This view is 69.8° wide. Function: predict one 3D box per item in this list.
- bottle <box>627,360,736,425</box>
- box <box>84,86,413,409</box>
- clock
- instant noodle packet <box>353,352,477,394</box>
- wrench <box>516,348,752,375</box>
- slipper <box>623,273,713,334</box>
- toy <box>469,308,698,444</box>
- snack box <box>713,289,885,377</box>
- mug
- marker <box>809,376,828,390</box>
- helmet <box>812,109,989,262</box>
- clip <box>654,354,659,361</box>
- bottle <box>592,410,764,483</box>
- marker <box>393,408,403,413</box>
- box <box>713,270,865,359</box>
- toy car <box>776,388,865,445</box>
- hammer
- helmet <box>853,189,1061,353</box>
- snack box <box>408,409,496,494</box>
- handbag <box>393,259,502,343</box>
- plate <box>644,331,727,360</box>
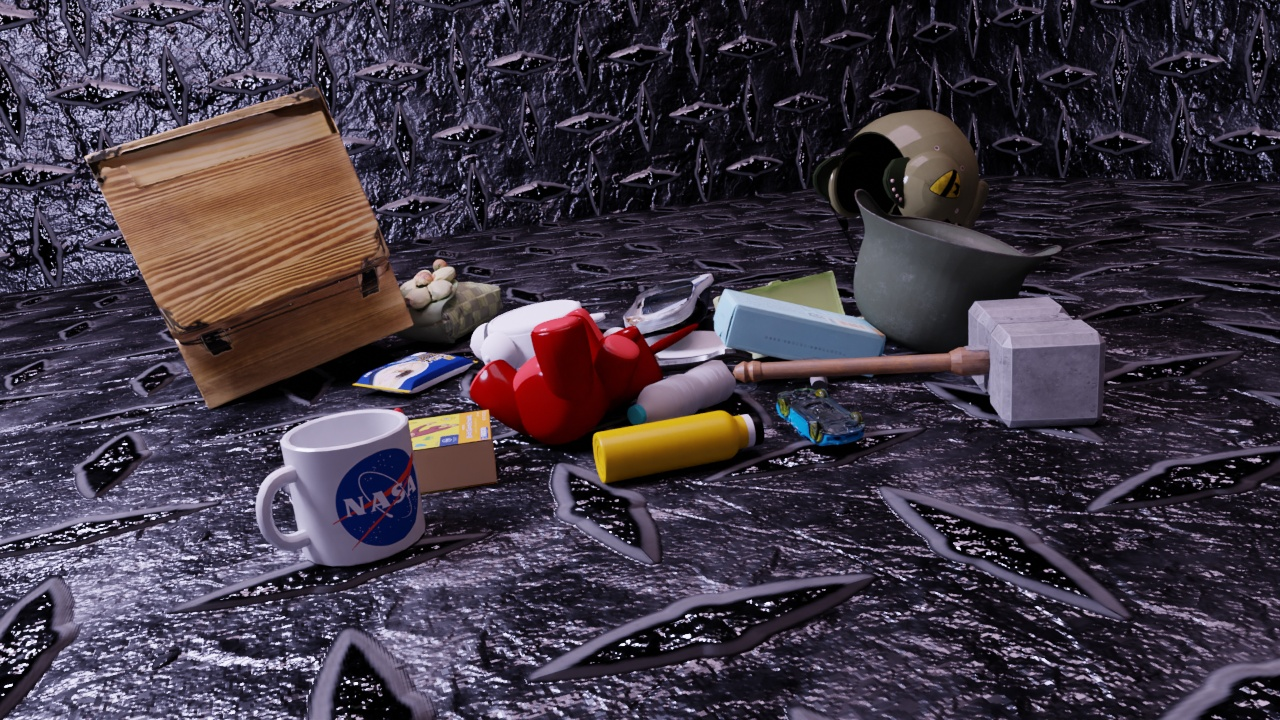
[{"bbox_3d":[0.039,0.036,0.910,0.044,0.044,0.136,8,20,42],"label":"bottle"},{"bbox_3d":[-0.493,-0.151,1.178,0.278,0.337,0.287,-24,24,-23],"label":"box"},{"bbox_3d":[-0.132,-0.026,1.189,0.160,0.073,0.125,-18,18,-17],"label":"clock"},{"bbox_3d":[-0.278,0.016,1.142,0.087,0.026,0.134,6,18,27],"label":"instant noodle packet"},{"bbox_3d":[-0.010,0.010,1.031,0.273,0.010,0.070,-4,-22,10],"label":"wrench"},{"bbox_3d":[0.044,-0.067,1.264,0.111,0.063,0.263,-13,11,14],"label":"slipper"},{"bbox_3d":[-0.052,0.009,0.910,0.159,0.120,0.196,-36,-11,38],"label":"toy"},{"bbox_3d":[0.172,-0.031,1.002,0.174,0.053,0.075,12,16,-9],"label":"snack box"},{"bbox_3d":[-0.225,0.097,0.680,0.091,0.090,0.121,9,20,44],"label":"mug"},{"bbox_3d":[0.193,0.010,1.010,0.016,0.016,0.140,-3,15,8],"label":"marker"},{"bbox_3d":[0.426,-0.265,1.460,0.232,0.256,0.250,-16,19,-23],"label":"helmet"},{"bbox_3d":[-0.008,0.007,1.080,0.061,0.026,0.049,6,20,43],"label":"clip"},{"bbox_3d":[0.034,0.070,0.781,0.143,0.043,0.043,-9,15,-14],"label":"bottle"},{"bbox_3d":[-0.271,0.077,0.935,0.013,0.013,0.142,-4,15,6],"label":"marker"},{"bbox_3d":[0.193,-0.055,1.114,0.187,0.098,0.082,-16,2,-27],"label":"box"},{"bbox_3d":[0.159,0.054,0.820,0.048,0.032,0.105,-10,21,-18],"label":"toy car"},{"bbox_3d":[0.248,0.004,0.877,0.318,0.083,0.162,-3,15,10],"label":"hammer"},{"bbox_3d":[0.339,-0.092,1.056,0.227,0.154,0.267,21,25,19],"label":"helmet"},{"bbox_3d":[-0.195,0.084,0.818,0.125,0.040,0.088,-8,15,-8],"label":"snack box"},{"bbox_3d":[-0.293,-0.092,1.381,0.113,0.117,0.186,1,18,26],"label":"handbag"},{"bbox_3d":[0.056,-0.016,1.169,0.134,0.011,0.134,-5,15,1],"label":"plate"}]
